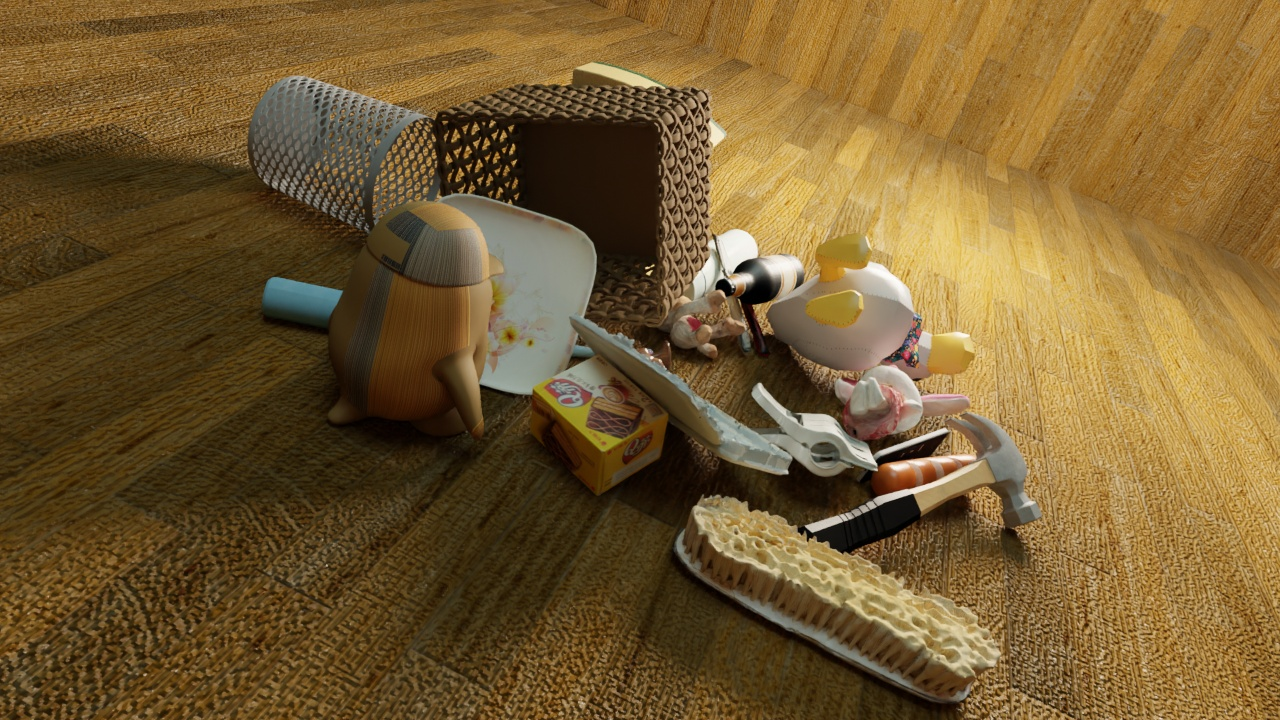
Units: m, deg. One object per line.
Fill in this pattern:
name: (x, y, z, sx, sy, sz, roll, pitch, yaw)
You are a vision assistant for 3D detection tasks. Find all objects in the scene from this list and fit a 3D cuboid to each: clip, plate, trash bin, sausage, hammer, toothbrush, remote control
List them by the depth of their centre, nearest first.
hammer: (0.276, 0.140, 0.914, 0.327, 0.039, 0.131, -13, 77, -35)
plate: (-0.149, -0.067, 0.940, 0.187, 0.187, 0.016, 17, -9, -2)
clip: (0.171, 0.080, 0.948, 0.144, 0.074, 0.124, 19, 5, 6)
sausage: (0.312, 0.125, 0.995, 0.164, 0.039, 0.044, -1, 1, -33)
remote control: (0.292, 0.105, 1.015, 0.146, 0.045, 0.008, -10, 49, -42)
toothbrush: (-0.055, -0.009, 1.030, 0.154, 0.016, 0.022, 6, 70, -24)
trash bin: (-0.358, -0.250, 1.119, 0.183, 0.157, 0.156, 23, 29, 11)

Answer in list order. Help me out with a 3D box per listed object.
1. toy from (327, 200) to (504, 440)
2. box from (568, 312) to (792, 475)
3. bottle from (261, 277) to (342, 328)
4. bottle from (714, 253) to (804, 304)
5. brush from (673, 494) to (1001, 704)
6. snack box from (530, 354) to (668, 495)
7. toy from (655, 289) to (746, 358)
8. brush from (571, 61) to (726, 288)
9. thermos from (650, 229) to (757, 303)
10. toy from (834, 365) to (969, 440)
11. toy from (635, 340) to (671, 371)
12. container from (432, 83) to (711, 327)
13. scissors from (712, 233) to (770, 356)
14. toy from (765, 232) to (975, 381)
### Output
toy: (-0.192, -0.046, 0.814, 0.199, 0.204, 0.162, 33, 32, 23)
box: (0.032, 0.036, 0.881, 0.192, 0.061, 0.210, 30, 1, -40)
bottle: (-0.309, -0.051, 0.923, 0.130, 0.040, 0.040, 12, 30, -14)
bottle: (0.147, -0.101, 1.169, 0.059, 0.059, 0.181, 34, 26, 24)
brush: (0.157, 0.197, 0.765, 0.271, 0.057, 0.083, 26, 31, 12)
snack box: (-0.040, 0.058, 0.859, 0.083, 0.061, 0.106, -28, 52, -33)
toy: (0.064, -0.047, 1.125, 0.106, 0.074, 0.085, 15, -11, 37)
brush: (-0.029, -0.237, 1.189, 0.195, 0.251, 0.075, 30, 30, 4)
thermos: (0.092, -0.127, 1.269, 0.068, 0.068, 0.229, 29, 31, 16)
toy: (0.281, 0.047, 1.059, 0.159, 0.084, 0.194, 12, 6, 31)
toy: (-0.006, 0.006, 1.011, 0.101, 0.041, 0.055, -7, 15, -26)
container: (-0.064, -0.189, 1.054, 0.252, 0.220, 0.213, 6, 26, 16)
scissors: (0.131, -0.086, 1.205, 0.146, 0.015, 0.187, 35, 42, -11)
toy: (0.279, -0.045, 1.161, 0.247, 0.140, 0.267, 2, -22, 31)
